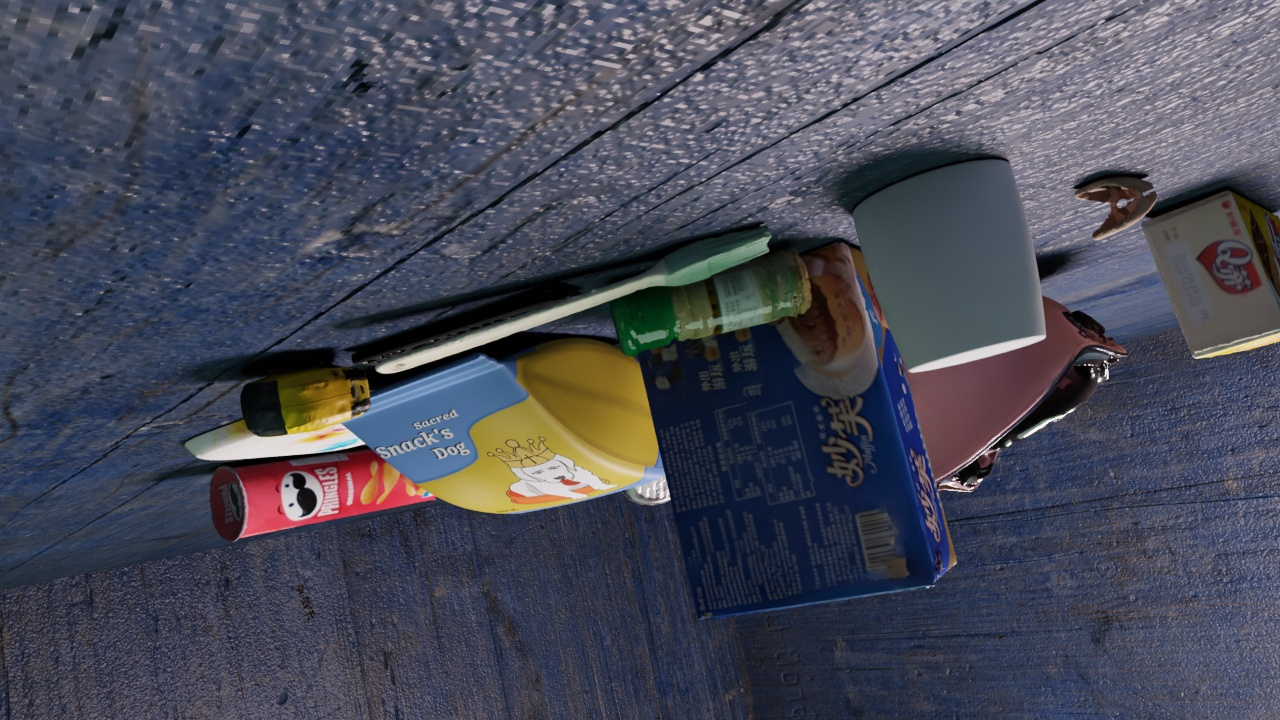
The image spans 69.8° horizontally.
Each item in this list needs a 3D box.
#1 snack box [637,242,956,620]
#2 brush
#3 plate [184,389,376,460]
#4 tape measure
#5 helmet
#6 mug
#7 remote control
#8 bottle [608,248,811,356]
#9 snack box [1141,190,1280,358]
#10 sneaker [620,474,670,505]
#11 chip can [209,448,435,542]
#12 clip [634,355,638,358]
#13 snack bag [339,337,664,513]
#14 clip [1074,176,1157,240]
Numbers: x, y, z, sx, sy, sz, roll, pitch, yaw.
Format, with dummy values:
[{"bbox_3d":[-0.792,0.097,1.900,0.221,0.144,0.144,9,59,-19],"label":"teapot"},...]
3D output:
[{"bbox_3d":[0.093,0.048,0.583,0.155,0.202,0.069,-18,171,30],"label":"snack box"},{"bbox_3d":[-0.037,-0.029,0.480,0.218,0.012,0.033,-19,169,3],"label":"brush"},{"bbox_3d":[-0.248,0.055,0.749,0.187,0.016,0.186,-17,170,27],"label":"plate"},{"bbox_3d":[-0.196,0.021,0.529,0.064,0.037,0.066,-14,-173,-33],"label":"tape measure"},{"bbox_3d":[0.313,0.023,0.855,0.231,0.152,0.254,-47,161,29],"label":"helmet"},{"bbox_3d":[0.171,-0.046,0.477,0.114,0.087,0.081,-5,169,-41],"label":"mug"},{"bbox_3d":[-0.099,-0.018,0.522,0.140,0.009,0.030,-16,171,19],"label":"remote control"},{"bbox_3d":[0.039,-0.034,0.520,0.111,0.043,0.043,-13,172,-4],"label":"bottle"},{"bbox_3d":[0.476,-0.065,0.731,0.062,0.110,0.229,-24,166,40],"label":"snack box"},{"bbox_3d":[0.061,0.029,0.825,0.262,0.097,0.129,-25,-143,-26],"label":"sneaker"},{"bbox_3d":[-0.316,0.130,0.954,0.073,0.073,0.232,-20,170,40],"label":"chip can"},{"bbox_3d":[-0.010,0.004,0.762,0.078,0.023,0.049,-17,172,39],"label":"clip"},{"bbox_3d":[-0.099,0.042,0.659,0.159,0.102,0.205,-18,156,30],"label":"snack bag"},{"bbox_3d":[0.282,-0.098,0.545,0.060,0.039,0.024,-35,-175,-32],"label":"clip"}]
